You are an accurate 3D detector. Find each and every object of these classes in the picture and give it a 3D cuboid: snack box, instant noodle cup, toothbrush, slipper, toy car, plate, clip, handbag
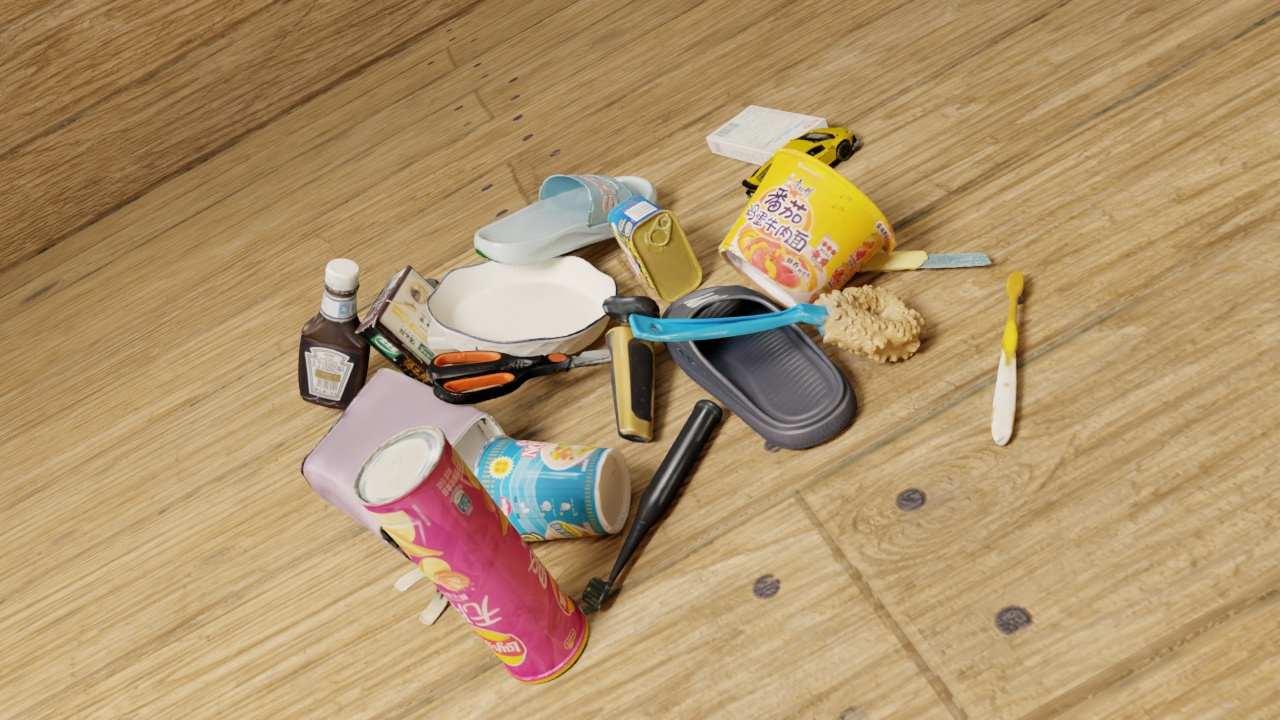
[{"bbox_3d":[-0.259,-0.031,1.062,0.053,0.113,0.125,-27,29,33],"label":"snack box"},{"bbox_3d":[-0.069,0.110,0.772,0.110,0.099,0.099,-4,40,21],"label":"instant noodle cup"},{"bbox_3d":[0.012,0.115,0.756,0.212,0.027,0.026,-55,4,-33],"label":"toothbrush"},{"bbox_3d":[0.291,-0.005,0.722,0.016,0.018,0.190,-7,42,32],"label":"toothbrush"},{"bbox_3d":[-0.090,-0.182,1.095,0.244,0.074,0.104,-27,40,-31],"label":"slipper"},{"bbox_3d":[0.095,-0.021,0.827,0.110,0.083,0.268,-32,35,-7],"label":"slipper"},{"bbox_3d":[0.187,-0.233,1.075,0.155,0.041,0.071,-38,35,-16],"label":"toy car"},{"bbox_3d":[-0.128,-0.057,1.011,0.205,0.046,0.204,0,33,0],"label":"plate"},{"bbox_3d":[-0.162,0.175,0.791,0.035,0.071,0.100,15,50,46],"label":"clip"},{"bbox_3d":[-0.226,0.101,0.885,0.197,0.098,0.144,17,53,46],"label":"handbag"},{"bbox_3d":[0.148,-0.112,0.856,0.110,0.138,0.138,-52,36,0],"label":"instant noodle cup"},{"bbox_3d":[0.160,-0.288,1.178,0.084,0.027,0.157,-37,34,-13],"label":"snack box"}]

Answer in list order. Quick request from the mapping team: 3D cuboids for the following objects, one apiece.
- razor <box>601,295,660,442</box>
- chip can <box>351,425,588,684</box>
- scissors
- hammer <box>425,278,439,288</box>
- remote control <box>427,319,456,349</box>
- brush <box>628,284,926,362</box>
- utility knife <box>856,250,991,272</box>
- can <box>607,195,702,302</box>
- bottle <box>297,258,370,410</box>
[{"bbox_3d":[-0.005,0.005,0.870,0.068,0.062,0.167,-46,35,42],"label":"razor"},{"bbox_3d":[-0.114,0.142,0.646,0.071,0.211,0.071,-19,35,14],"label":"chip can"},{"bbox_3d":[-0.089,0.014,0.890,0.235,0.022,0.141,1,26,-3],"label":"scissors"},{"bbox_3d":[-0.142,-0.134,1.195,0.323,0.032,0.126,-27,34,3],"label":"hammer"},{"bbox_3d":[-0.163,-0.033,1.037,0.150,0.021,0.058,-1,33,-1],"label":"remote control"},{"bbox_3d":[0.116,-0.030,0.761,0.254,0.046,0.083,-3,43,-13],"label":"brush"},{"bbox_3d":[0.230,-0.094,0.879,0.211,0.022,0.030,-3,46,43],"label":"utility knife"},{"bbox_3d":[0.014,-0.124,1.004,0.057,0.102,0.083,-33,31,-6],"label":"can"},{"bbox_3d":[-0.354,-0.029,1.069,0.080,0.195,0.044,13,36,-8],"label":"bottle"}]
